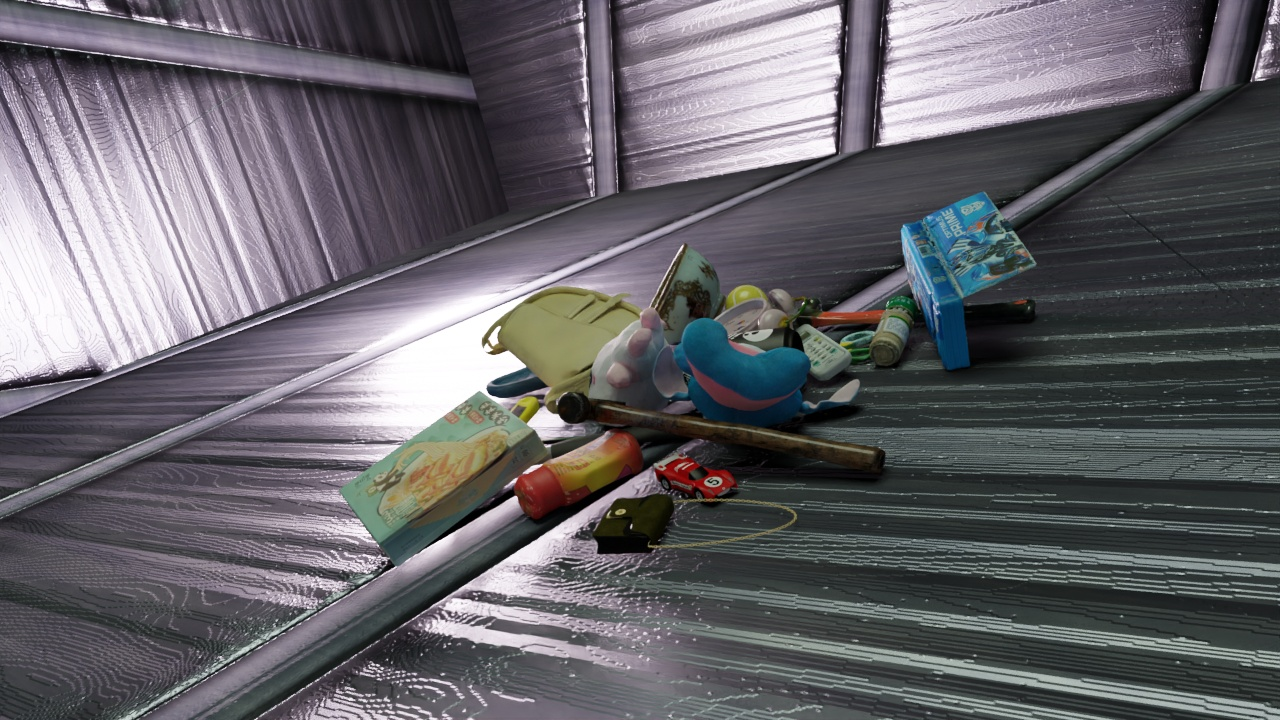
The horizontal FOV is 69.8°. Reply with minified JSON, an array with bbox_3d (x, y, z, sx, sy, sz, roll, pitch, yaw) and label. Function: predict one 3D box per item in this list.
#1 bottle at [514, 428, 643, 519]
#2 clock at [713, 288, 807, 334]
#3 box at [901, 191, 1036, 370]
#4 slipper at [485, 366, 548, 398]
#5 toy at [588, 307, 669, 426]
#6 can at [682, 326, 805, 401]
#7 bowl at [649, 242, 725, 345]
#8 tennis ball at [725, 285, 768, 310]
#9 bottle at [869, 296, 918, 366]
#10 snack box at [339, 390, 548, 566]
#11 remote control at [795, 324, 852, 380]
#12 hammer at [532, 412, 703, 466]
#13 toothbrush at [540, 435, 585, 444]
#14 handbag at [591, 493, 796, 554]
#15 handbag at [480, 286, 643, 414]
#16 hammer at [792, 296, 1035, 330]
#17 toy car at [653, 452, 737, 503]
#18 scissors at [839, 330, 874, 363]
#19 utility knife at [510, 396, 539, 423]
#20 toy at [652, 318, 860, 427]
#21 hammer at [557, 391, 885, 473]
[{"bbox_3d":[-0.066,0.118,0.959,0.134,0.048,0.071,-23,18,-27],"label":"bottle"},{"bbox_3d":[0.149,-0.037,1.188,0.158,0.059,0.116,-25,20,30],"label":"clock"},{"bbox_3d":[0.392,-0.104,1.105,0.114,0.114,0.242,-11,28,11],"label":"box"},{"bbox_3d":[-0.136,0.001,1.382,0.213,0.059,0.104,-23,17,-22],"label":"slipper"},{"bbox_3d":[-0.006,0.006,1.100,0.101,0.180,0.138,26,57,10],"label":"toy"},{"bbox_3d":[0.120,0.007,1.105,0.146,0.080,0.080,-7,18,22],"label":"can"},{"bbox_3d":[0.072,-0.086,1.385,0.094,0.160,0.159,26,19,-4],"label":"bowl"},{"bbox_3d":[0.160,-0.081,1.379,0.065,0.065,0.065,-13,17,4],"label":"tennis ball"},{"bbox_3d":[0.311,-0.036,1.127,0.043,0.043,0.109,-4,32,32],"label":"bottle"},{"bbox_3d":[-0.213,0.121,0.988,0.193,0.044,0.141,-37,33,-19],"label":"snack box"},{"bbox_3d":[0.217,-0.009,1.143,0.050,0.022,0.133,-37,22,0],"label":"remote control"},{"bbox_3d":[-0.079,0.102,1.062,0.311,0.029,0.125,-13,17,4],"label":"hammer"},{"bbox_3d":[-0.125,0.102,1.132,0.188,0.017,0.014,-5,23,20],"label":"toothbrush"},{"bbox_3d":[0.050,0.143,0.825,0.178,0.027,0.083,-6,18,21],"label":"handbag"},{"bbox_3d":[-0.095,-0.026,1.272,0.190,0.089,0.233,-32,44,-23],"label":"handbag"},{"bbox_3d":[0.349,-0.060,1.223,0.334,0.033,0.132,-2,19,34],"label":"hammer"},{"bbox_3d":[0.054,0.116,0.907,0.038,0.025,0.090,-25,20,-30],"label":"toy car"},{"bbox_3d":[0.250,-0.014,1.180,0.131,0.012,0.112,-4,23,35],"label":"scissors"},{"bbox_3d":[-0.160,0.086,1.091,0.029,0.020,0.173,-7,21,17],"label":"utility knife"},{"bbox_3d":[0.120,0.021,0.969,0.224,0.098,0.191,10,-16,8],"label":"toy"},{"bbox_3d":[0.083,0.072,0.929,0.331,0.033,0.119,8,0,29],"label":"hammer"}]
